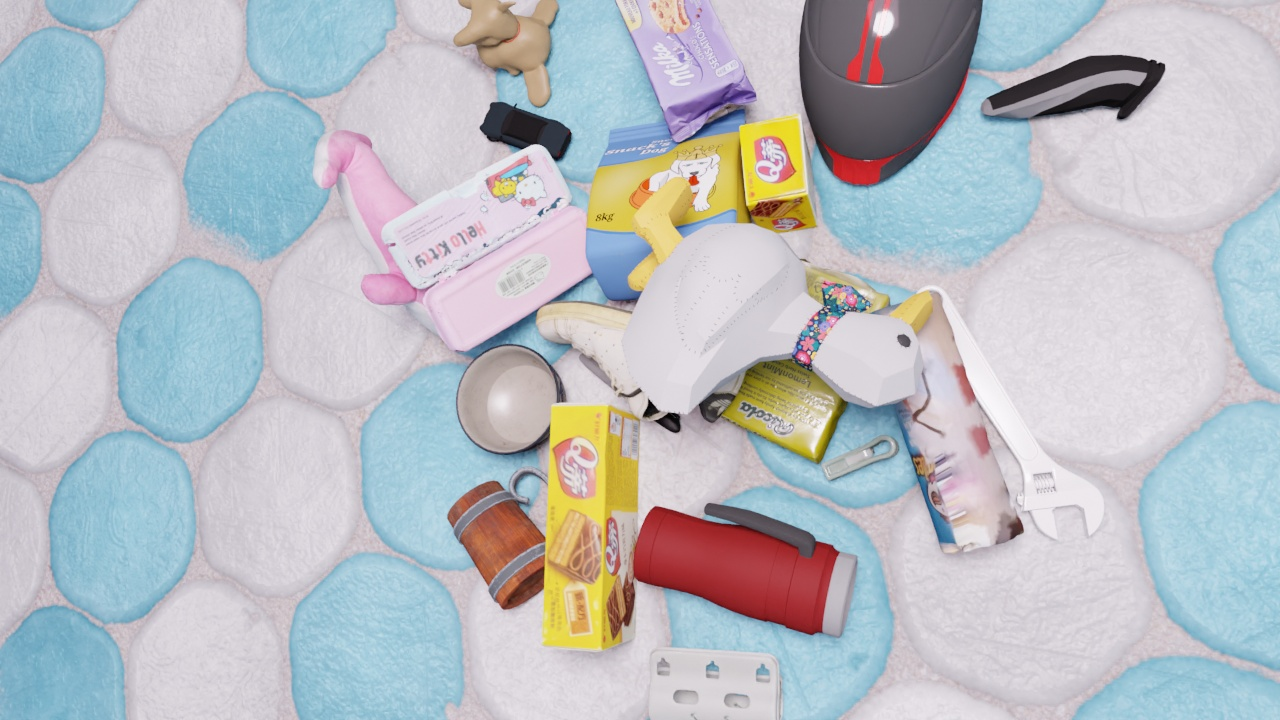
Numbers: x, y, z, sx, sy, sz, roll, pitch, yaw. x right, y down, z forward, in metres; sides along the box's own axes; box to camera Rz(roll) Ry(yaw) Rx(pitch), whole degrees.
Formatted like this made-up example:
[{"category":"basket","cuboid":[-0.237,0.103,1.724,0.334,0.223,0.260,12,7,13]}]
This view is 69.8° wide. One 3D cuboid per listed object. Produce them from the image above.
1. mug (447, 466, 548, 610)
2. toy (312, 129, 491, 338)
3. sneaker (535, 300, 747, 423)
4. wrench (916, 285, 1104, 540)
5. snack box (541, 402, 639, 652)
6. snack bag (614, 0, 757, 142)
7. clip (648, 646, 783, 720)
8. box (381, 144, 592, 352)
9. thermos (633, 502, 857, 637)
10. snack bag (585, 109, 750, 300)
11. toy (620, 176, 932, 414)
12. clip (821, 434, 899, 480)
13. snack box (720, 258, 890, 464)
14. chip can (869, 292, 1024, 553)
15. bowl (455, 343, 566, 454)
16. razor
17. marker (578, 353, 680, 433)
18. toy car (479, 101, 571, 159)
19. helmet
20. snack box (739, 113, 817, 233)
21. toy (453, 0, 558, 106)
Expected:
[{"category":"mug","cuboid":[-0.127,0.177,0.948,0.117,0.081,0.111,-36,68,-11]},{"category":"toy","cuboid":[-0.232,-0.137,0.971,0.128,0.186,0.265,-28,111,14]},{"category":"sneaker","cuboid":[-0.005,0.005,0.920,0.242,0.088,0.102,12,85,30]},{"category":"wrench","cuboid":[0.338,0.044,0.863,0.066,0.018,0.273,-30,73,9]},{"category":"snack box","cuboid":[-0.046,0.161,0.904,0.062,0.110,0.230,-1,80,17]},{"category":"snack bag","cuboid":[0.046,-0.330,0.975,0.096,0.058,0.205,-22,66,8]},{"category":"clip","cuboid":[0.074,0.346,0.876,0.126,0.091,0.151,-2,95,17]},{"category":"box","cuboid":[-0.144,-0.116,0.944,0.201,0.045,0.155,-35,112,-21]},{"category":"thermos","cuboid":[0.099,0.187,0.865,0.199,0.083,0.108,11,121,19]},{"category":"snack bag","cuboid":[0.033,-0.174,0.953,0.159,0.102,0.204,-5,60,15]},{"category":"toy","cuboid":[0.097,-0.033,0.766,0.246,0.141,0.267,-36,62,-27]},{"category":"clip","cuboid":[0.212,0.094,0.885,0.074,0.035,0.023,-27,76,17]},{"category":"snack box","cuboid":[0.159,-0.005,0.909,0.121,0.045,0.181,24,85,21]},{"category":"chip can","cuboid":[0.272,0.056,0.830,0.080,0.079,0.229,-19,85,12]},{"category":"bowl","cuboid":[-0.130,0.044,0.975,0.116,0.059,0.115,-3,80,16]},{"category":"razor","cuboid":[0.409,-0.258,0.877,0.156,0.057,0.060,0,113,16]},{"category":"marker","cuboid":[-0.010,0.031,0.967,0.138,0.016,0.022,38,61,19]},{"category":"toy car","cuboid":[-0.131,-0.261,1.039,0.112,0.034,0.046,23,88,19]},{"category":"helmet","cuboid":[0.235,-0.317,0.873,0.164,0.170,0.264,15,84,18]},{"category":"snack box","cuboid":[0.138,-0.182,0.911,0.061,0.105,0.083,-7,79,14]},{"category":"toy","cuboid":[-0.151,-0.366,1.031,0.106,0.108,0.134,-1,80,32]}]
